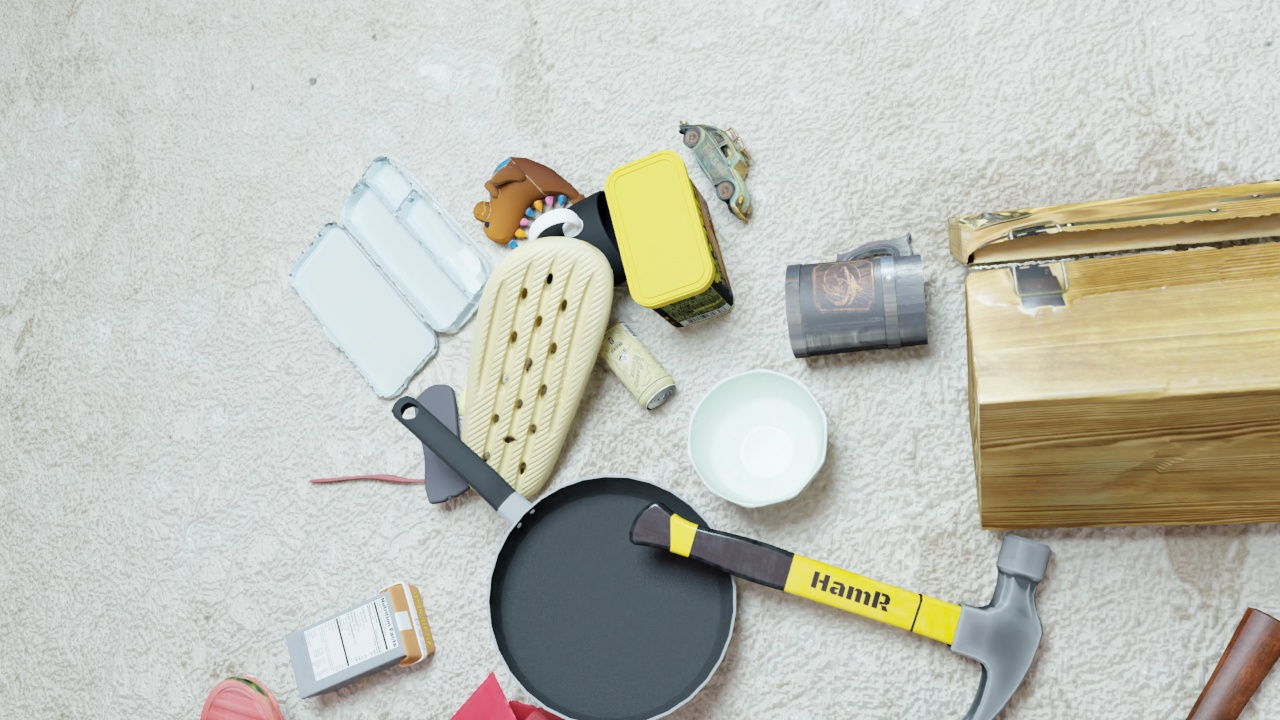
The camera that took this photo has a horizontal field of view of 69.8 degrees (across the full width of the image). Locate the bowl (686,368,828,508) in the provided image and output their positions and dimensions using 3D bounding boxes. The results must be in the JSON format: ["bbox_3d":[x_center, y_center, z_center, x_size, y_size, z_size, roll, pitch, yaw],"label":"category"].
[{"bbox_3d":[0.102,0.071,0.772,0.117,0.061,0.117,-6,69,15],"label":"bowl"}]

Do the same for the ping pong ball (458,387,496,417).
[{"bbox_3d":[-0.155,0.041,0.883,0.040,0.040,0.040,-4,78,18],"label":"ping pong ball"}]

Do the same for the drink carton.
[{"bbox_3d":[-0.265,0.267,0.870,0.125,0.048,0.076,-26,72,13],"label":"drink carton"}]

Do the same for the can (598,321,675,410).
[{"bbox_3d":[-0.005,0.005,0.839,0.038,0.038,0.079,-42,69,7],"label":"can"}]

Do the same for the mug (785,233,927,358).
[{"bbox_3d":[0.182,-0.060,0.774,0.107,0.080,0.115,-5,51,17],"label":"mug"}]

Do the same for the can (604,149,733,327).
[{"bbox_3d":[0.029,-0.103,0.815,0.073,0.101,0.130,-18,74,15],"label":"can"}]

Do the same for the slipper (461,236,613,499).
[{"bbox_3d":[-0.102,0.005,0.839,0.111,0.079,0.262,14,108,-9],"label":"slipper"}]

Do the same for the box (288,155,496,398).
[{"bbox_3d":[-0.261,-0.088,0.955,0.209,0.037,0.190,44,103,22],"label":"box"}]

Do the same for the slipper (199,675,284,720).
[{"bbox_3d":[-0.362,0.416,0.870,0.104,0.059,0.249,4,96,19],"label":"slipper"}]

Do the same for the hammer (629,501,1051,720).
[{"bbox_3d":[0.146,0.182,0.727,0.325,0.034,0.169,16,85,12],"label":"hammer"}]

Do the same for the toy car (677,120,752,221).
[{"bbox_3d":[0.078,-0.183,0.843,0.047,0.047,0.112,-34,71,15],"label":"toy car"}]

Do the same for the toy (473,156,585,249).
[{"bbox_3d":[-0.110,-0.151,0.911,0.103,0.070,0.090,25,101,-1],"label":"toy"}]

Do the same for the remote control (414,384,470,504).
[{"bbox_3d":[-0.194,0.079,0.894,0.046,0.009,0.124,-23,60,11],"label":"remote control"}]

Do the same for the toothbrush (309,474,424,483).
[{"bbox_3d":[-0.255,0.116,0.917,0.185,0.015,0.015,-5,75,19],"label":"toothbrush"}]

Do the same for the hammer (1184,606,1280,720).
[{"bbox_3d":[0.371,0.310,0.653,0.111,0.028,0.300,32,90,21],"label":"hammer"}]

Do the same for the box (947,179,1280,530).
[{"bbox_3d":[0.358,-0.051,0.617,0.280,0.269,0.263,-4,62,19],"label":"box"}]

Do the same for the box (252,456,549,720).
[{"bbox_3d":[-0.206,0.303,0.808,0.467,0.138,0.214,43,96,29],"label":"box"}]

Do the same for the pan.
[{"bbox_3d":[-0.081,0.152,0.784,0.356,0.044,0.203,39,70,14],"label":"pan"}]

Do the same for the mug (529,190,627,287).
[{"bbox_3d":[-0.066,-0.102,0.841,0.100,0.118,0.084,-26,67,23],"label":"mug"}]
